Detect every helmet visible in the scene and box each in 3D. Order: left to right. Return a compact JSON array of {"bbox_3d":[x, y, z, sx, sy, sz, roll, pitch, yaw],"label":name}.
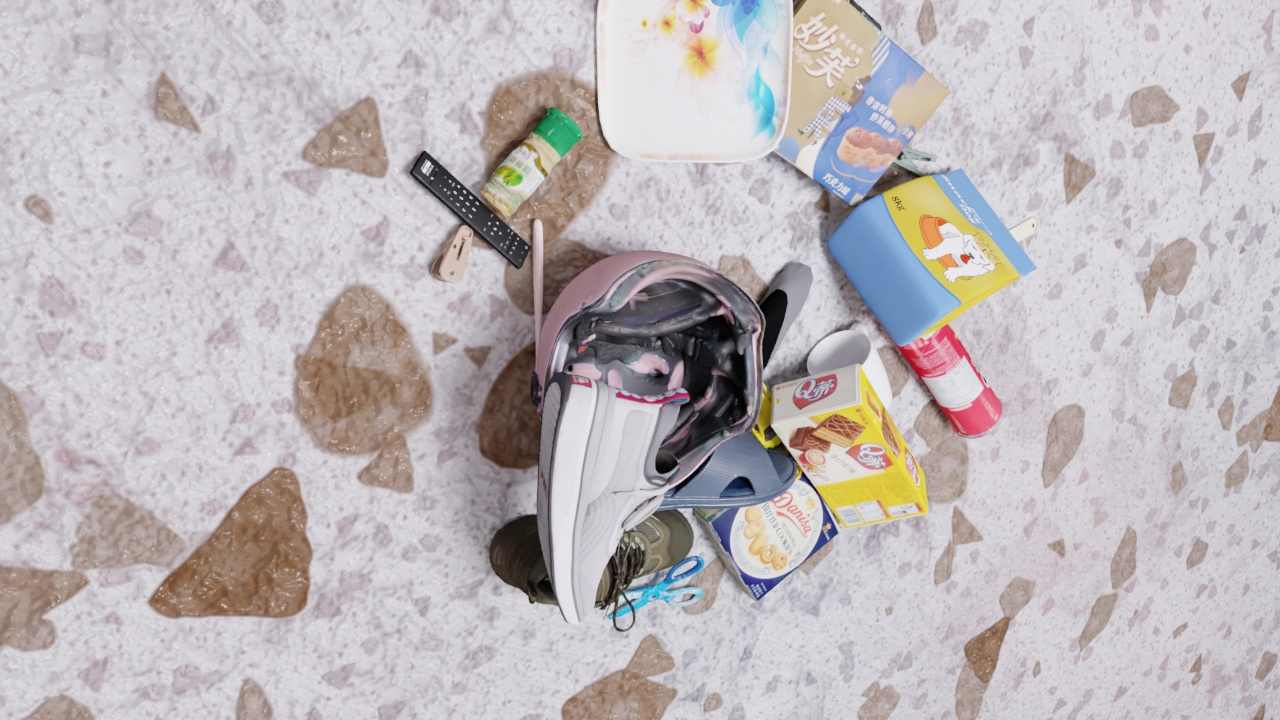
[{"bbox_3d":[-0.005,0.005,0.923,0.229,0.152,0.256,-6,117,-22],"label":"helmet"}]

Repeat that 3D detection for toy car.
[{"bbox_3d":[0.143,0.063,1.088,0.049,0.030,0.107,-45,121,-9],"label":"toy car"}]

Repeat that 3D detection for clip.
[{"bbox_3d":[-0.181,-0.100,0.881,0.024,0.040,0.060,28,69,-31],"label":"clip"},{"bbox_3d":[0.318,-0.244,1.082,0.078,0.023,0.049,25,92,-32],"label":"clip"}]

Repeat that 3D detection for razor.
[{"bbox_3d":[0.146,-0.044,1.043,0.156,0.057,0.060,-51,149,-13],"label":"razor"}]

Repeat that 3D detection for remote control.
[{"bbox_3d":[-0.160,-0.142,0.875,0.140,0.009,0.030,42,51,-30],"label":"remote control"}]

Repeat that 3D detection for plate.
[{"bbox_3d":[0.051,-0.287,0.885,0.187,0.016,0.187,3,108,10],"label":"plate"}]

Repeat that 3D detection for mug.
[{"bbox_3d":[0.261,0.010,1.110,0.087,0.081,0.114,53,49,-34],"label":"mug"}]

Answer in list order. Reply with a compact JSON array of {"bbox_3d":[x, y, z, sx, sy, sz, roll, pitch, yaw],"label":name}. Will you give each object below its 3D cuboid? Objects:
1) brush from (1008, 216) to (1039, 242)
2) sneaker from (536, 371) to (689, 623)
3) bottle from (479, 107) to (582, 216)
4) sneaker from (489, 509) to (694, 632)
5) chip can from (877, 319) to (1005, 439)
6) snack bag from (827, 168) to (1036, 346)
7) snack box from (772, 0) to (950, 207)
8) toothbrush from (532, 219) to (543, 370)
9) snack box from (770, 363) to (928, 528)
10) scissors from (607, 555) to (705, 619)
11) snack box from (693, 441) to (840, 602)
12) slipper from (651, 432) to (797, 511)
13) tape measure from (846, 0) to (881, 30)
[{"bbox_3d":[0.437,-0.136,1.182,0.217,0.012,0.033,-28,116,-18],"label":"brush"},{"bbox_3d":[-0.029,0.130,0.850,0.128,0.096,0.263,0,117,-14],"label":"sneaker"},{"bbox_3d":[-0.106,-0.189,0.877,0.111,0.043,0.043,-49,120,-4],"label":"bottle"},{"bbox_3d":[-0.030,0.212,0.982,0.237,0.143,0.101,-5,107,-26],"label":"sneaker"},{"bbox_3d":[0.380,0.001,1.162,0.073,0.073,0.233,-47,119,-7],"label":"chip can"},{"bbox_3d":[0.344,-0.130,1.052,0.204,0.102,0.159,-26,76,-25],"label":"snack bag"},{"bbox_3d":[0.194,-0.279,0.954,0.202,0.069,0.155,26,114,-31],"label":"snack box"},{"bbox_3d":[-0.101,-0.054,0.937,0.018,0.016,0.181,-11,111,-31],"label":"toothbrush"},{"bbox_3d":[0.252,0.108,1.088,0.110,0.061,0.230,-17,132,27],"label":"snack box"},{"bbox_3d":[0.021,0.267,1.084,0.140,0.013,0.115,1,129,-24],"label":"scissors"},{"bbox_3d":[0.158,0.198,1.129,0.145,0.042,0.144,-37,117,-11],"label":"snack box"},{"bbox_3d":[0.060,0.110,1.016,0.263,0.101,0.083,-4,116,-20],"label":"slipper"},{"bbox_3d":[0.219,-0.350,0.989,0.065,0.037,0.064,26,93,-28],"label":"tape measure"}]
